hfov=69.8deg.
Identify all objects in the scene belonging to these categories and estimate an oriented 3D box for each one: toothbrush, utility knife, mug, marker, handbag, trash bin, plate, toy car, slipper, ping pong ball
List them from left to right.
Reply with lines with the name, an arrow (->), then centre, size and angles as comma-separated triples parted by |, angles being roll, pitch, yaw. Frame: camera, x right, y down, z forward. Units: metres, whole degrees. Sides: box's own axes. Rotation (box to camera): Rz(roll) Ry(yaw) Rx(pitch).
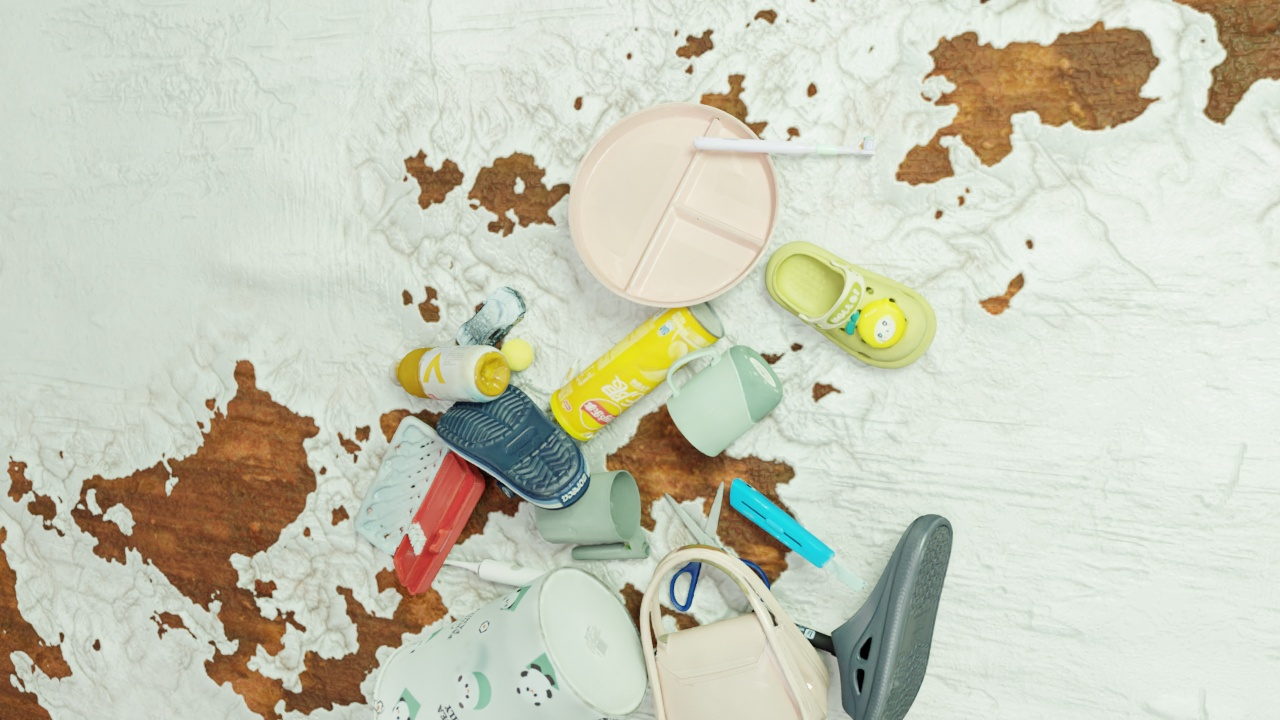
toy car -> -0.186, -0.047, 1.137 | 0.106, 0.031, 0.049 | -44, 82, 21
toothbrush -> -0.177, 0.274, 1.186 | 0.221, 0.026, 0.026 | 6, 91, 22
ping pong ball -> -0.151, -0.007, 1.123 | 0.040, 0.040, 0.040 | 4, 99, 22
trash bin -> -0.144, 0.380, 1.079 | 0.252, 0.229, 0.229 | -37, 83, 22
slipper -> -0.142, 0.108, 1.095 | 0.253, 0.105, 0.095 | 25, 150, 44
toothbrush -> -0.114, 0.079, 1.136 | 0.018, 0.016, 0.192 | 32, 110, 24
mug -> -0.056, 0.193, 1.102 | 0.103, 0.083, 0.124 | -8, 120, 24
plate -> 0.036, -0.167, 0.993 | 0.230, 0.028, 0.229 | -2, 81, 10
mug -> 0.085, 0.032, 1.003 | 0.112, 0.082, 0.106 | 44, 111, -13
handbag -> 0.089, 0.323, 1.043 | 0.194, 0.093, 0.234 | -23, 90, 27
toothbrush -> 0.148, -0.225, 0.958 | 0.189, 0.029, 0.021 | 4, 138, 11
utility knife -> 0.169, 0.192, 1.000 | 0.191, 0.018, 0.034 | 34, 117, 36
marker -> 0.188, 0.314, 1.047 | 0.132, 0.020, 0.022 | 16, 123, 18
slipper -> 0.208, -0.056, 0.948 | 0.190, 0.081, 0.092 | 32, 111, 17
slipper -> 0.260, 0.283, 0.977 | 0.083, 0.110, 0.268 | 19, 100, 40

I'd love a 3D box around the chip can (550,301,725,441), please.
chip can -> -0.006, 0.006, 1.050 | 0.214, 0.072, 0.072 | -39, 83, 22

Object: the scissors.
scissors -> 0.083, 0.228, 1.080 | 0.162, 0.012, 0.176 | 28, 107, 17

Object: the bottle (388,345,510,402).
bottle -> -0.243, 0.016, 1.135 | 0.190, 0.067, 0.068 | 0, 99, 41

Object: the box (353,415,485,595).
box -> -0.292, 0.190, 1.209 | 0.161, 0.060, 0.201 | 40, 112, 25
